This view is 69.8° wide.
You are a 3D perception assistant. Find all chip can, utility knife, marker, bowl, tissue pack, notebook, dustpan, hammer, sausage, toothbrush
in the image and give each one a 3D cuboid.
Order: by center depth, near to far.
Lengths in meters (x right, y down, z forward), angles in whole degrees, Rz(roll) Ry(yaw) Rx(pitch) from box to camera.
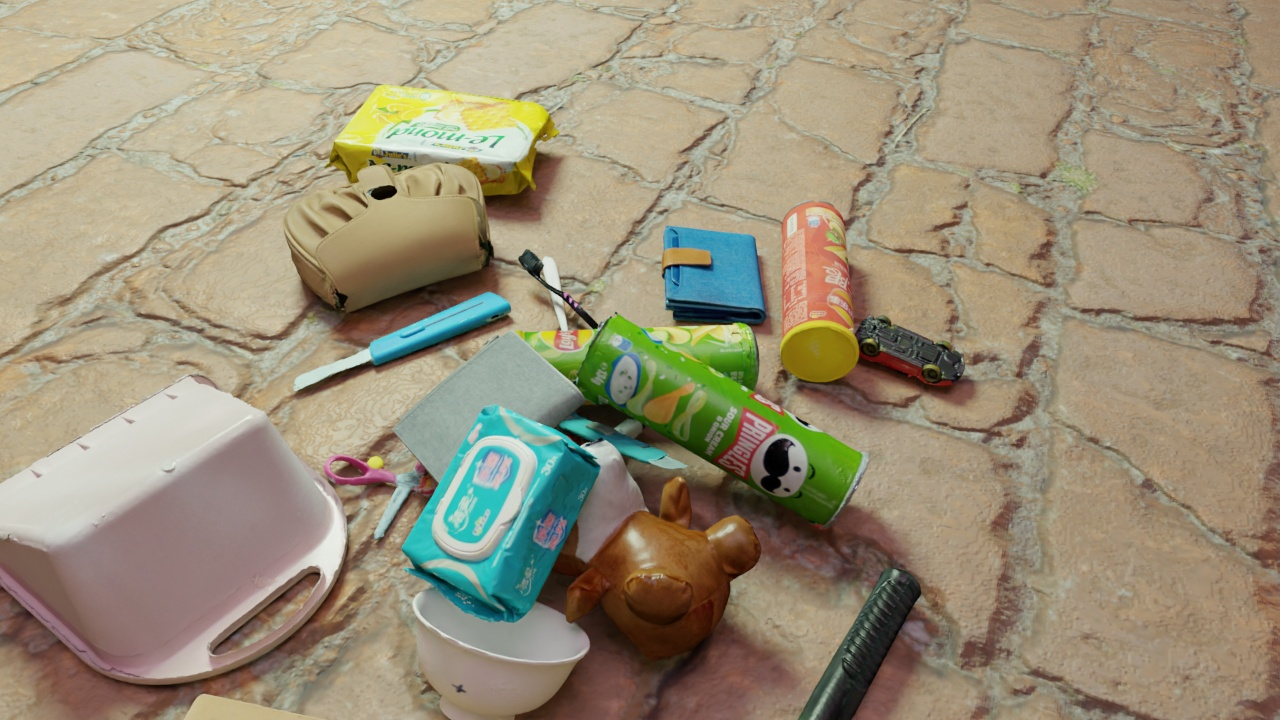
[{"bbox_3d":[-0.206,0.287,0.549,0.208,0.008,0.147,8,43,6],"label":"notebook"},{"bbox_3d":[0.110,0.246,0.595,0.129,0.033,0.299,28,48,23],"label":"hammer"},{"bbox_3d":[-0.098,0.199,0.598,0.118,0.065,0.118,16,3,-1],"label":"bowl"},{"bbox_3d":[-0.095,0.102,0.617,0.093,0.050,0.133,14,70,35],"label":"tissue pack"},{"bbox_3d":[-0.366,0.131,0.710,0.274,0.139,0.221,5,35,46],"label":"dustpan"},{"bbox_3d":[0.061,0.048,0.736,0.236,0.072,0.072,30,47,6],"label":"chip can"},{"bbox_3d":[-0.022,0.063,0.749,0.029,0.013,0.176,-13,19,-36],"label":"utility knife"},{"bbox_3d":[-0.112,0.085,0.757,0.155,0.020,0.020,-15,45,-25],"label":"sausage"},{"bbox_3d":[-0.044,0.086,0.771,0.130,0.018,0.022,-34,63,-33],"label":"marker"},{"bbox_3d":[-0.005,0.005,0.821,0.221,0.073,0.072,-3,43,-6],"label":"chip can"},{"bbox_3d":[-0.225,-0.018,0.873,0.218,0.018,0.034,-26,50,-26],"label":"utility knife"},{"bbox_3d":[-0.059,-0.051,0.902,0.189,0.018,0.014,43,21,24],"label":"toothbrush"},{"bbox_3d":[0.175,-0.075,0.919,0.073,0.073,0.216,6,42,2],"label":"chip can"},{"bbox_3d":[-0.080,-0.054,0.920,0.016,0.016,0.180,5,39,-21],"label":"toothbrush"}]

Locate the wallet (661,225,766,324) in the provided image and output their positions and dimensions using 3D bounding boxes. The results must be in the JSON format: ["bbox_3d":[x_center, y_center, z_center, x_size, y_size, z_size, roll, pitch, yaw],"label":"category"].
[{"bbox_3d":[0.074,-0.092,0.959,0.106,0.040,0.132,6,42,-4],"label":"wallet"}]

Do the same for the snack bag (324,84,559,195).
[{"bbox_3d":[-0.231,-0.258,1.097,0.246,0.068,0.157,7,42,4],"label":"snack bag"}]

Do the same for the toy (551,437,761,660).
[{"bbox_3d":[-0.025,0.121,0.663,0.200,0.131,0.139,25,28,35],"label":"toy"}]

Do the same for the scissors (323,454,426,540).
[{"bbox_3d":[-0.192,0.094,0.756,0.133,0.017,0.133,18,44,9],"label":"scissors"}]

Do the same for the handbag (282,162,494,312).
[{"bbox_3d":[-0.252,-0.134,0.936,0.204,0.100,0.147,-22,51,-20],"label":"handbag"}]

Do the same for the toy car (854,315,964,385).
[{"bbox_3d":[0.256,-0.006,0.878,0.106,0.031,0.049,23,47,16],"label":"toy car"}]

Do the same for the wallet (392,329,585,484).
[{"bbox_3d":[-0.125,0.043,0.741,0.129,0.037,0.106,-41,56,-14],"label":"wallet"}]
